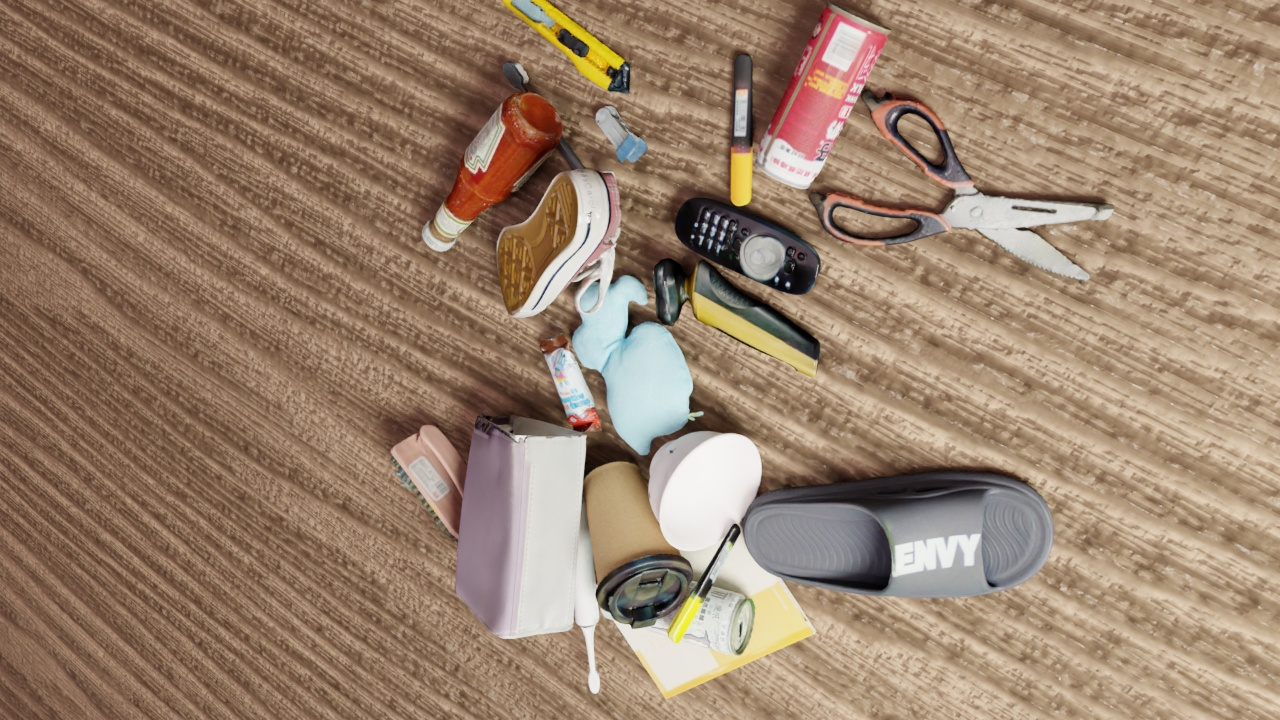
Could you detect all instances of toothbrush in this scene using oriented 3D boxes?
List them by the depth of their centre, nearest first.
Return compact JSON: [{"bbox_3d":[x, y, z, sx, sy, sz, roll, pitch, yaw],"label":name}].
[{"bbox_3d":[-0.073,-0.203,0.857,0.016,0.018,0.181,-34,90,35],"label":"toothbrush"},{"bbox_3d":[-0.059,0.249,0.975,0.027,0.026,0.221,-4,99,7],"label":"toothbrush"}]

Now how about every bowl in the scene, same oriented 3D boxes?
[{"bbox_3d":[0.047,0.108,0.847,0.065,0.118,0.118,33,122,46],"label":"bowl"}]

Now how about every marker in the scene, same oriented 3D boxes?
[{"bbox_3d":[0.086,-0.193,0.772,0.018,0.015,0.124,6,106,26],"label":"marker"},{"bbox_3d":[0.060,0.206,0.854,0.015,0.018,0.124,29,88,38],"label":"marker"}]

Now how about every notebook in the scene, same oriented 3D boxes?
[{"bbox_3d":[0.058,0.251,0.932,0.207,0.010,0.146,-36,86,33],"label":"notebook"}]

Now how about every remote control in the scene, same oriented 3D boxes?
[{"bbox_3d":[0.093,-0.100,0.791,0.136,0.024,0.053,27,117,18],"label":"remote control"}]

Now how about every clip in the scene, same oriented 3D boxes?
[{"bbox_3d":[-0.020,-0.205,0.825,0.058,0.044,0.027,52,124,11],"label":"clip"}]

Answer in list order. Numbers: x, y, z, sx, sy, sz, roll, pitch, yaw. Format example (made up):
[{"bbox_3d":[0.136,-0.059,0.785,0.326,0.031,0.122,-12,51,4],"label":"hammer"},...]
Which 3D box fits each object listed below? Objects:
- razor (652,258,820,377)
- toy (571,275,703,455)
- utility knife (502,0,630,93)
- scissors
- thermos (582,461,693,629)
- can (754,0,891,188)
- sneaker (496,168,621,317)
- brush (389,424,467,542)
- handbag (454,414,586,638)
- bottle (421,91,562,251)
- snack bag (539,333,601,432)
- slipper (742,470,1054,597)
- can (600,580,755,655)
[{"bbox_3d":[0.083,-0.035,0.803,0.167,0.062,0.067,30,96,11],"label":"razor"},{"bbox_3d":[-0.005,0.005,0.866,0.156,0.049,0.161,24,111,31],"label":"toy"},{"bbox_3d":[-0.076,-0.296,0.827,0.177,0.015,0.033,40,118,13],"label":"utility knife"},{"bbox_3d":[0.237,-0.125,0.708,0.189,0.015,0.224,-32,88,33],"label":"scissors"},{"bbox_3d":[-0.010,0.171,0.871,0.093,0.093,0.143,-52,42,31],"label":"thermos"},{"bbox_3d":[0.139,-0.204,0.714,0.053,0.053,0.133,33,119,16],"label":"can"},{"bbox_3d":[-0.063,-0.102,0.830,0.242,0.087,0.118,-33,66,60],"label":"sneaker"},{"bbox_3d":[-0.211,0.141,1.016,0.145,0.063,0.073,54,133,3],"label":"brush"},{"bbox_3d":[-0.122,0.160,0.925,0.145,0.098,0.197,11,97,53],"label":"handbag"},{"bbox_3d":[-0.150,-0.172,0.879,0.207,0.059,0.060,-38,86,42],"label":"bottle"},{"bbox_3d":[-0.070,0.025,0.921,0.045,0.026,0.105,-14,99,50],"label":"snack bag"},{"bbox_3d":[0.205,0.161,0.778,0.269,0.083,0.111,-7,104,29],"label":"slipper"},{"bbox_3d":[0.035,0.242,0.900,0.147,0.058,0.058,9,110,27],"label":"can"}]
